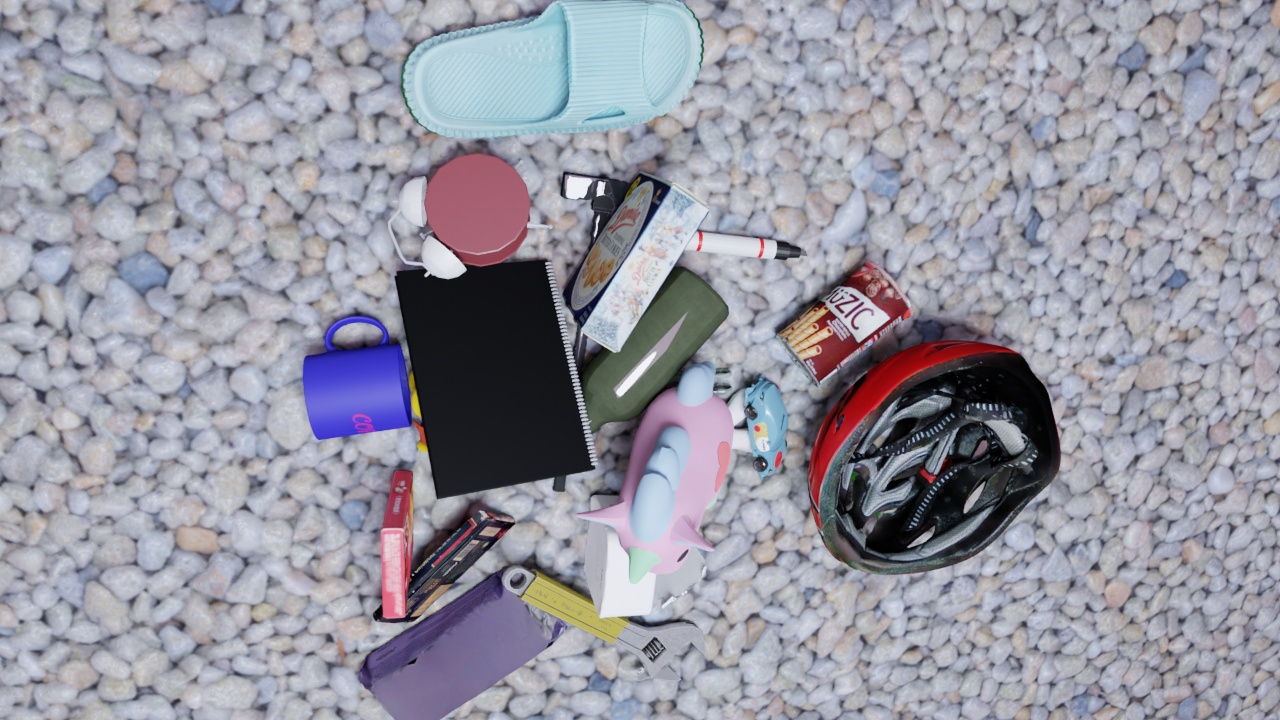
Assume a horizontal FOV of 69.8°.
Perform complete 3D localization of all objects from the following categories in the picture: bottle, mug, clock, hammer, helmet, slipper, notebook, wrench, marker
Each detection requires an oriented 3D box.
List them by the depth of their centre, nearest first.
[{"bbox_3d":[-0.072,-0.255,0.812,0.276,0.069,0.116,-10,111,-8],"label":"slipper"},{"bbox_3d":[-0.156,-0.130,0.824,0.137,0.048,0.096,-24,85,-9],"label":"clock"},{"bbox_3d":[-0.129,0.011,0.832,0.148,0.016,0.206,-8,76,-25],"label":"notebook"},{"bbox_3d":[-0.263,0.013,0.854,0.083,0.079,0.111,-8,80,-9],"label":"mug"},{"bbox_3d":[-0.005,0.005,0.891,0.071,0.071,0.207,42,89,-19],"label":"bottle"},{"bbox_3d":[0.099,-0.114,0.913,0.145,0.019,0.019,5,105,-13],"label":"marker"},{"bbox_3d":[-0.052,-0.019,0.915,0.095,0.015,0.325,6,106,-14],"label":"hammer"},{"bbox_3d":[0.286,0.095,0.936,0.272,0.167,0.217,-42,110,3],"label":"helmet"},{"bbox_3d":[-0.035,0.278,0.979,0.273,0.018,0.083,36,86,-28],"label":"wrench"}]

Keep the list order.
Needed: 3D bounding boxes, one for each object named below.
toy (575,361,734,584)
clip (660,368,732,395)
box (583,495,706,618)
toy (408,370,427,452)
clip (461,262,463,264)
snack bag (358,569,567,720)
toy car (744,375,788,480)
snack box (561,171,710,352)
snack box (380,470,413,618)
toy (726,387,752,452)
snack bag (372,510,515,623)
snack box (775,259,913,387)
[{"bbox_3d":[0.032,0.094,0.841,0.120,0.171,0.222,12,79,13],"label":"toy"},{"bbox_3d":[0.058,0.025,0.945,0.076,0.023,0.047,-6,109,-8],"label":"clip"},{"bbox_3d":[0.014,0.202,0.945,0.130,0.110,0.103,2,106,-11],"label":"box"},{"bbox_3d":[-0.164,0.064,0.874,0.099,0.097,0.119,-10,111,-13],"label":"toy"},{"bbox_3d":[-0.169,-0.101,0.858,0.062,0.047,0.025,-35,113,-29],"label":"clip"},{"bbox_3d":[-0.186,0.308,0.962,0.205,0.058,0.096,-33,109,0],"label":"snack bag"},{"bbox_3d":[0.137,0.072,0.955,0.028,0.060,0.108,2,113,34],"label":"toy car"},{"bbox_3d":[-0.009,-0.093,0.815,0.042,0.144,0.145,30,98,-17],"label":"snack box"},{"bbox_3d":[-0.230,0.171,0.871,0.021,0.133,0.089,1,106,-11],"label":"snack box"},{"bbox_3d":[0.070,0.078,0.955,0.125,0.037,0.076,-16,102,-13],"label":"toy"},{"bbox_3d":[-0.196,0.210,0.928,0.155,0.074,0.018,-43,68,4],"label":"snack bag"},{"bbox_3d":[0.205,-0.037,0.930,0.121,0.072,0.072,-38,110,2],"label":"snack box"}]
